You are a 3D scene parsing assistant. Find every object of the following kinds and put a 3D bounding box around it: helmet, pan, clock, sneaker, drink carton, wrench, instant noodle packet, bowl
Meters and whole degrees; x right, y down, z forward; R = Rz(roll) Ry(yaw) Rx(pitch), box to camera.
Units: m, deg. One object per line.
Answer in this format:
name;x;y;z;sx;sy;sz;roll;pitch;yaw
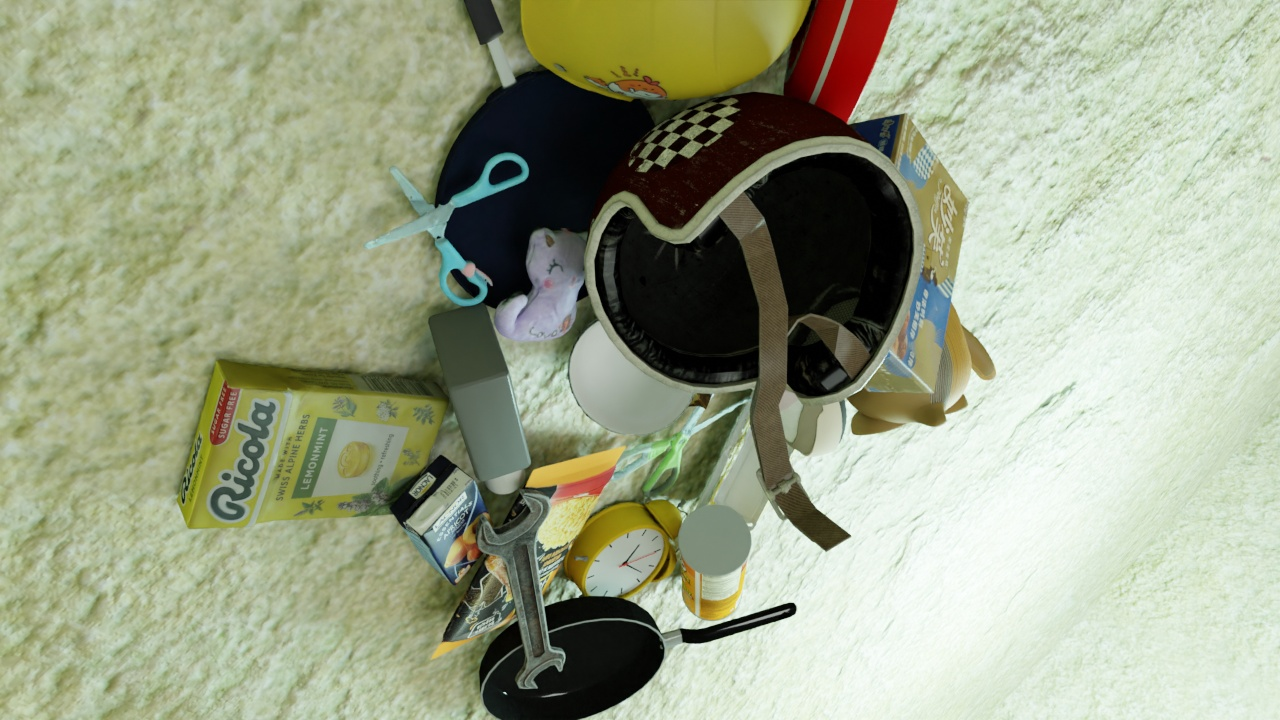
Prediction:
helmet;0.082;-0.065;0.662;0.233;0.253;0.233;-47;122;-3
pan;-0.087;-0.179;0.654;0.198;0.021;0.357;-36;138;-15
clock;-0.012;0.207;0.995;0.151;0.052;0.114;-15;129;-28
sneaker;0.107;-0.014;0.865;0.116;0.111;0.294;-23;121;-3
drink carton;-0.163;0.137;0.780;0.064;0.040;0.130;-49;159;-24
wrench;-0.104;0.221;0.851;0.070;0.010;0.274;-21;132;-21
pan;0.151;-0.236;0.751;0.357;0.067;0.208;105;-1;-58
instant noodle packet;-0.103;0.180;0.879;0.159;0.032;0.221;-6;129;-61
pan;-0.002;0.308;1.005;0.355;0.044;0.204;-14;135;-10
helmet;0.047;-0.267;0.601;0.239;0.140;0.209;-8;118;-43
bowl;-0.005;0.005;0.819;0.113;0.063;0.113;1;105;4

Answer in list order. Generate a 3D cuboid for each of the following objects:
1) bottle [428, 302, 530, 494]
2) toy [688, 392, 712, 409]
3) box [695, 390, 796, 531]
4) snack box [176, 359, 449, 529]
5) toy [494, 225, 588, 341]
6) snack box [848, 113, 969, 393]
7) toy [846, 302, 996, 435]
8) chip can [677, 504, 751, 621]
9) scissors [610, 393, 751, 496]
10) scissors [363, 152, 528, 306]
bottle;-0.123;0.045;0.740;0.046;0.083;0.174;-17;139;-11
toy;0.027;0.014;0.879;0.100;0.062;0.076;29;121;-34
box;0.133;0.101;1.014;0.210;0.080;0.079;-66;175;19
snack box;-0.238;0.067;0.691;0.180;0.045;0.121;7;115;-44
toy;-0.074;-0.058;0.714;0.080;0.036;0.100;-6;125;-41
snack box;0.223;-0.091;0.832;0.155;0.069;0.202;33;67;-44
toy;0.264;-0.033;0.974;0.198;0.162;0.203;-15;90;-7
chip can;0.081;0.232;1.027;0.075;0.075;0.215;-36;156;-15
scissors;0.043;0.084;0.958;0.170;0.028;0.139;-29;138;1
scissors;-0.127;-0.100;0.654;0.135;0.015;0.135;-43;145;-9
